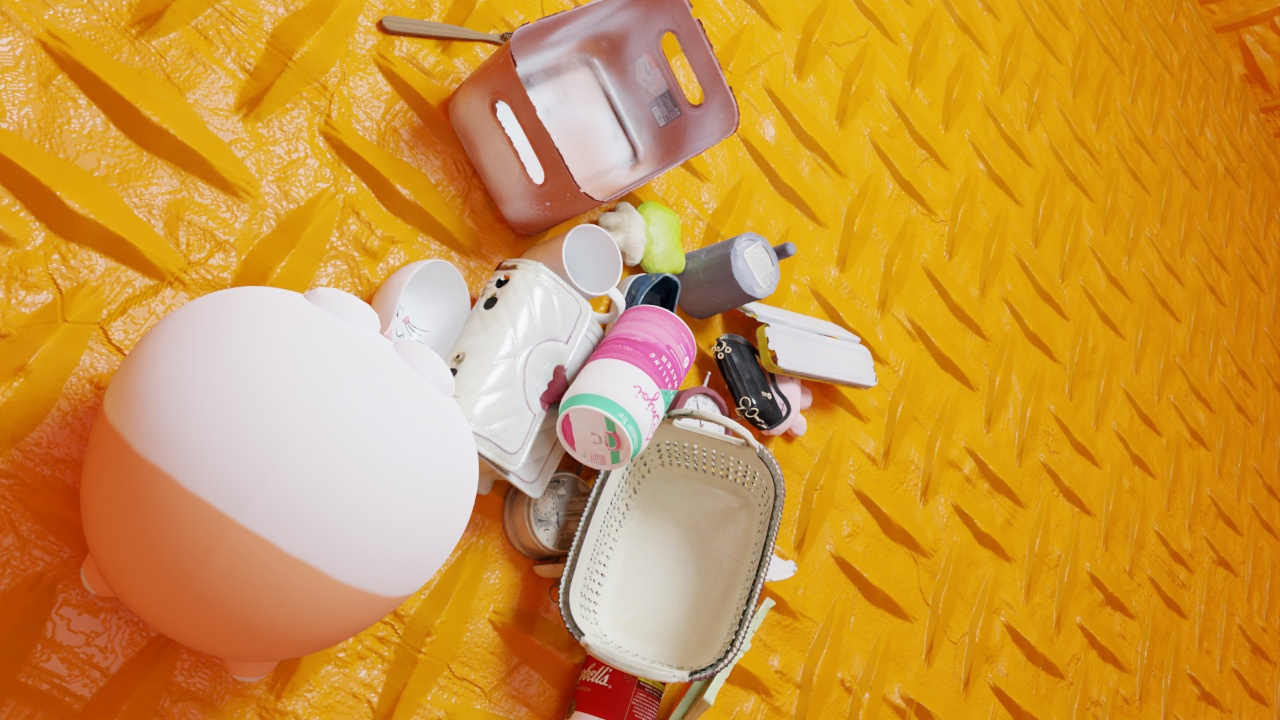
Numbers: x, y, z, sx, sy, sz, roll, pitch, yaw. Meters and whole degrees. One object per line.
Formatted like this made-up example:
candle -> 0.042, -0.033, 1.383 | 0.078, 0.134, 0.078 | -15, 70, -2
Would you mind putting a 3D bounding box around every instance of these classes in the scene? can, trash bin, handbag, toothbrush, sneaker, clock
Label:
can -> -0.032, 0.360, 0.901 | 0.086, 0.087, 0.116 | 35, 61, -28
trash bin -> -0.051, -0.260, 0.963 | 0.258, 0.158, 0.181 | -38, 105, -38
handbag -> 0.126, 0.024, 1.087 | 0.079, 0.054, 0.128 | 28, 36, -57
toothbrush -> -0.192, -0.343, 0.958 | 0.166, 0.016, 0.016 | -8, 85, -38
sneaker -> -0.006, 0.006, 0.996 | 0.087, 0.079, 0.235 | 32, 63, -29
clock -> -0.084, 0.172, 0.918 | 0.092, 0.055, 0.140 | 3, 77, -38
clock -> 0.053, 0.084, 1.047 | 0.096, 0.048, 0.137 | 55, 53, -17
handbag -> -0.120, 0.017, 0.873 | 0.142, 0.096, 0.198 | 50, 52, -42
can -> -0.012, 0.023, 0.875 | 0.088, 0.088, 0.165 | 53, 40, -18

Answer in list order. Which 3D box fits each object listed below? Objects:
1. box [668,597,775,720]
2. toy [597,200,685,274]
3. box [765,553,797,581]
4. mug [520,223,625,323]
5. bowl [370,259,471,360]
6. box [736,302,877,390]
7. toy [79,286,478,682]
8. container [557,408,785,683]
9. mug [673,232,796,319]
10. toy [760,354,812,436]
box -> 0.072, 0.330, 0.937 | 0.030, 0.139, 0.186 | 33, 30, 14
toy -> 0.001, -0.141, 1.054 | 0.117, 0.043, 0.092 | 2, 79, -36
box -> 0.107, 0.215, 1.043 | 0.165, 0.084, 0.094 | -14, 102, -32
mug -> -0.063, -0.082, 0.960 | 0.110, 0.091, 0.073 | 48, 56, -21
bowl -> -0.210, -0.038, 0.846 | 0.114, 0.051, 0.114 | 8, 90, -67
box -> 0.212, -0.025, 1.165 | 0.209, 0.046, 0.128 | 10, 40, -38
toy -> -0.263, 0.087, 0.674 | 0.263, 0.266, 0.280 | 36, 89, -11
container -> 0.034, 0.187, 0.902 | 0.185, 0.143, 0.251 | 16, 70, 11
mug -> 0.114, -0.107, 1.097 | 0.123, 0.104, 0.084 | -25, 96, -38
toy -> 0.182, 0.051, 1.159 | 0.105, 0.053, 0.108 | 34, 59, -46
